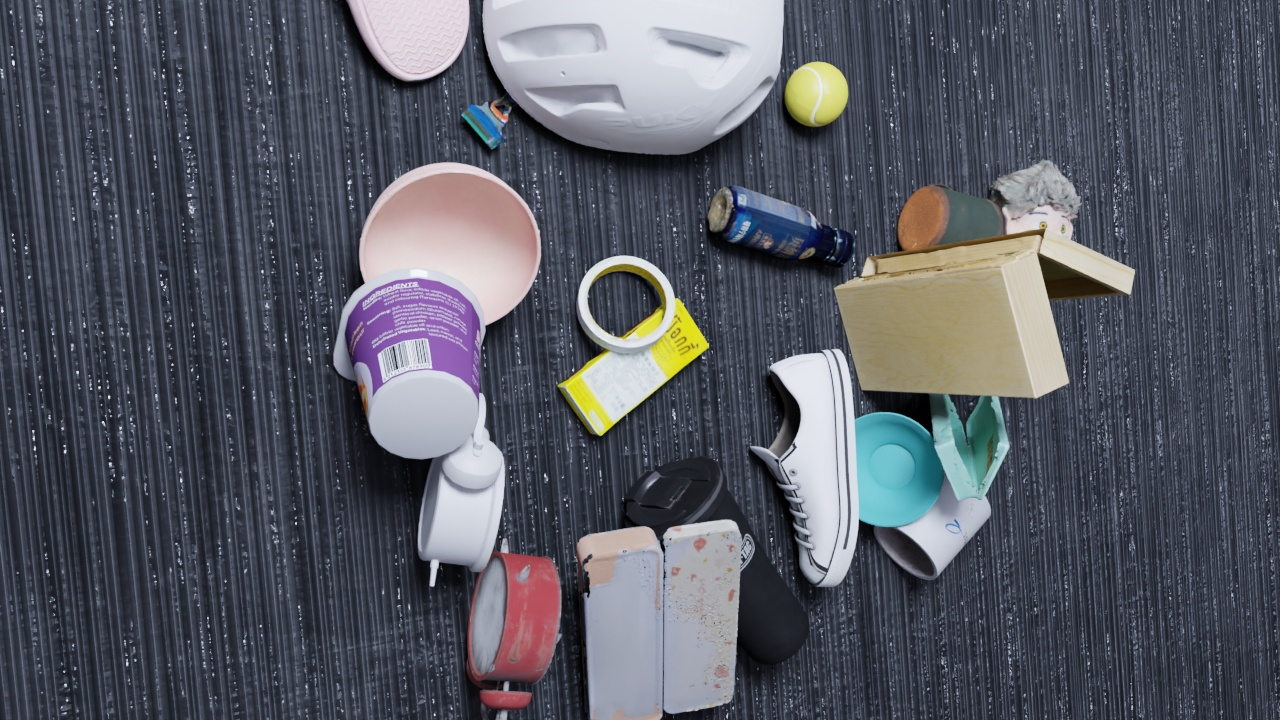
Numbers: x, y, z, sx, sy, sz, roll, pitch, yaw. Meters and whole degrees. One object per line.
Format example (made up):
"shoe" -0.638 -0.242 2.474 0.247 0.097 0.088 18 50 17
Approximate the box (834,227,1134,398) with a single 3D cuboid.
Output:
"box" 0.324 -0.058 0.926 0.184 0.249 0.142 -43 107 -19

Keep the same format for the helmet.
"helmet" -0.002 -0.314 0.850 0.282 0.184 0.224 9 81 -9

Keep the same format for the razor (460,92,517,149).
"razor" -0.107 -0.255 0.857 0.044 0.018 0.140 49 68 -20

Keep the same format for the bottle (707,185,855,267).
"bottle" 0.148 -0.135 0.951 0.160 0.056 0.056 13 84 -24

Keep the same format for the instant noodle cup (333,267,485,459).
"instant noodle cup" -0.185 0.013 0.739 0.137 0.121 0.122 -29 130 4

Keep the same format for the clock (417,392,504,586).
"clock" -0.148 0.106 0.786 0.061 0.120 0.159 11 96 -19

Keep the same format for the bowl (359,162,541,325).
"bowl" -0.165 -0.106 0.785 0.153 0.076 0.153 -9 127 -12

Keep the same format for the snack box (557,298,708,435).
"snack box" -0.005 0.005 0.897 0.148 0.026 0.061 -38 104 -20

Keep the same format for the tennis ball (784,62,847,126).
"tennis ball" 0.184 -0.279 0.962 0.065 0.065 0.065 0 90 -24

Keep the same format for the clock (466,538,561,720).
"clock" -0.111 0.245 0.806 0.061 0.110 0.157 13 91 -24

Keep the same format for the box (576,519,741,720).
"box" 0.020 0.246 0.847 0.150 0.043 0.217 -8 117 -16

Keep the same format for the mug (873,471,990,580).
"mug" 0.328 0.191 1.026 0.096 0.083 0.120 -41 133 -19

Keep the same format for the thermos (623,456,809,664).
"thermos" 0.082 0.200 0.901 0.105 0.106 0.218 -43 111 -18

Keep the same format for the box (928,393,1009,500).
"box" 0.359 0.075 0.974 0.080 0.188 0.077 -21 101 21

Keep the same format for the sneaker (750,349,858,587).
"sneaker" 0.164 0.113 0.948 0.097 0.091 0.245 -2 95 -5

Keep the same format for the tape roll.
"tape roll" -0.014 -0.054 0.880 0.094 0.019 0.094 3 72 -10

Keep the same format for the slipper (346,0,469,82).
"slipper" -0.219 -0.353 0.785 0.106 0.056 0.222 -30 111 -23

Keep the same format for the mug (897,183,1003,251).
"mug" 0.341 -0.159 1.031 0.081 0.085 0.110 10 54 -23

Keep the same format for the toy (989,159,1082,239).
"toy" 0.466 -0.151 1.088 0.132 0.076 0.176 7 95 -24

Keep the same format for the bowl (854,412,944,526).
"bowl" 0.269 0.117 0.997 0.046 0.121 0.121 4 88 -64
